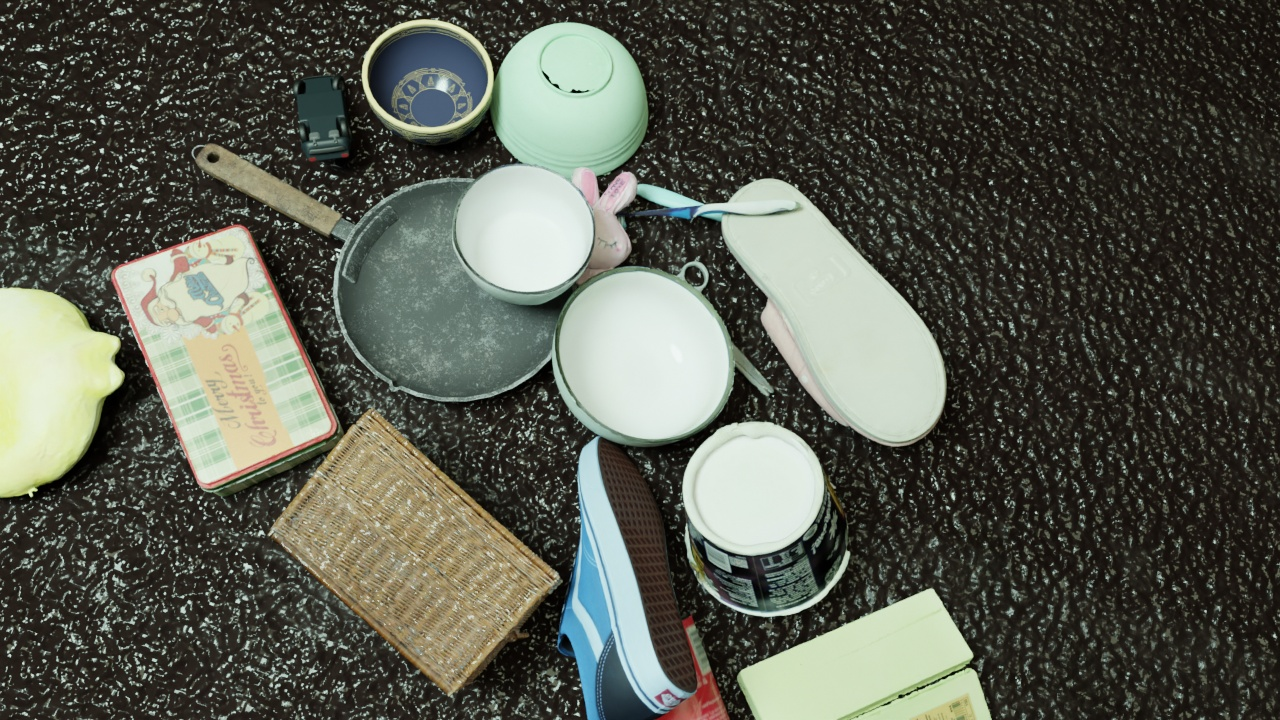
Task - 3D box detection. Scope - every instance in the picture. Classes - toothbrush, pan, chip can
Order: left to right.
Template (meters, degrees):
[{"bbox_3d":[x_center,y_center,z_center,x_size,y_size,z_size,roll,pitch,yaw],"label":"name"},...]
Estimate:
[{"bbox_3d":[-0.226,-0.095,0.794,0.357,0.040,0.207,28,72,2],"label":"pan"},{"bbox_3d":[0.048,-0.130,0.824,0.189,0.016,0.017,-3,85,12],"label":"toothbrush"},{"bbox_3d":[0.047,0.313,0.692,0.073,0.073,0.233,-18,76,-13],"label":"chip can"},{"bbox_3d":[0.080,-0.132,0.859,0.180,0.017,0.016,19,73,0],"label":"toothbrush"}]

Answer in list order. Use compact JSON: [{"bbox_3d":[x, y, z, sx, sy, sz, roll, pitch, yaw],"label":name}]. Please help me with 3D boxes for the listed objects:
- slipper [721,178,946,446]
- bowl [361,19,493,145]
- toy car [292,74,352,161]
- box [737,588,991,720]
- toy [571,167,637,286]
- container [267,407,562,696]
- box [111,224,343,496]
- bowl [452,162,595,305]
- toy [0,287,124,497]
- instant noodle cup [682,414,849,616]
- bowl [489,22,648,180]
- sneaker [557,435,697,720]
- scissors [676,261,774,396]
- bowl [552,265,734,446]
[{"bbox_3d":[0.168,-0.045,0.816,0.114,0.054,0.274,-32,75,1],"label":"slipper"},{"bbox_3d":[-0.189,-0.241,0.829,0.112,0.061,0.112,2,73,-7],"label":"bowl"},{"bbox_3d":[-0.281,-0.215,0.813,0.046,0.034,0.112,-11,50,-13],"label":"toy car"},{"bbox_3d":[0.187,0.280,0.740,0.187,0.044,0.141,-17,79,-12],"label":"box"},{"bbox_3d":[-0.038,-0.117,0.812,0.064,0.047,0.110,3,83,21],"label":"toy"},{"bbox_3d":[-0.164,0.146,0.691,0.198,0.114,0.112,39,75,6],"label":"container"},{"bbox_3d":[-0.334,-0.003,0.746,0.117,0.050,0.205,-24,79,-13],"label":"box"},{"bbox_3d":[-0.097,-0.097,0.759,0.116,0.066,0.116,2,73,-8],"label":"bowl"},{"bbox_3d":[-0.477,0.021,0.710,0.155,0.065,0.170,-15,76,-6],"label":"toy"},{"bbox_3d":[0.094,0.117,0.712,0.137,0.112,0.137,-6,60,11],"label":"instant noodle cup"},{"bbox_3d":[-0.063,-0.250,0.842,0.151,0.077,0.150,2,72,-7],"label":"bowl"},{"bbox_3d":[-0.034,0.162,0.694,0.098,0.083,0.240,-34,40,17],"label":"sneaker"},{"bbox_3d":[0.053,-0.028,0.824,0.094,0.014,0.170,-16,73,-14],"label":"scissors"},{"bbox_3d":[-0.005,0.004,0.768,0.153,0.073,0.153,7,67,-17],"label":"bowl"}]
